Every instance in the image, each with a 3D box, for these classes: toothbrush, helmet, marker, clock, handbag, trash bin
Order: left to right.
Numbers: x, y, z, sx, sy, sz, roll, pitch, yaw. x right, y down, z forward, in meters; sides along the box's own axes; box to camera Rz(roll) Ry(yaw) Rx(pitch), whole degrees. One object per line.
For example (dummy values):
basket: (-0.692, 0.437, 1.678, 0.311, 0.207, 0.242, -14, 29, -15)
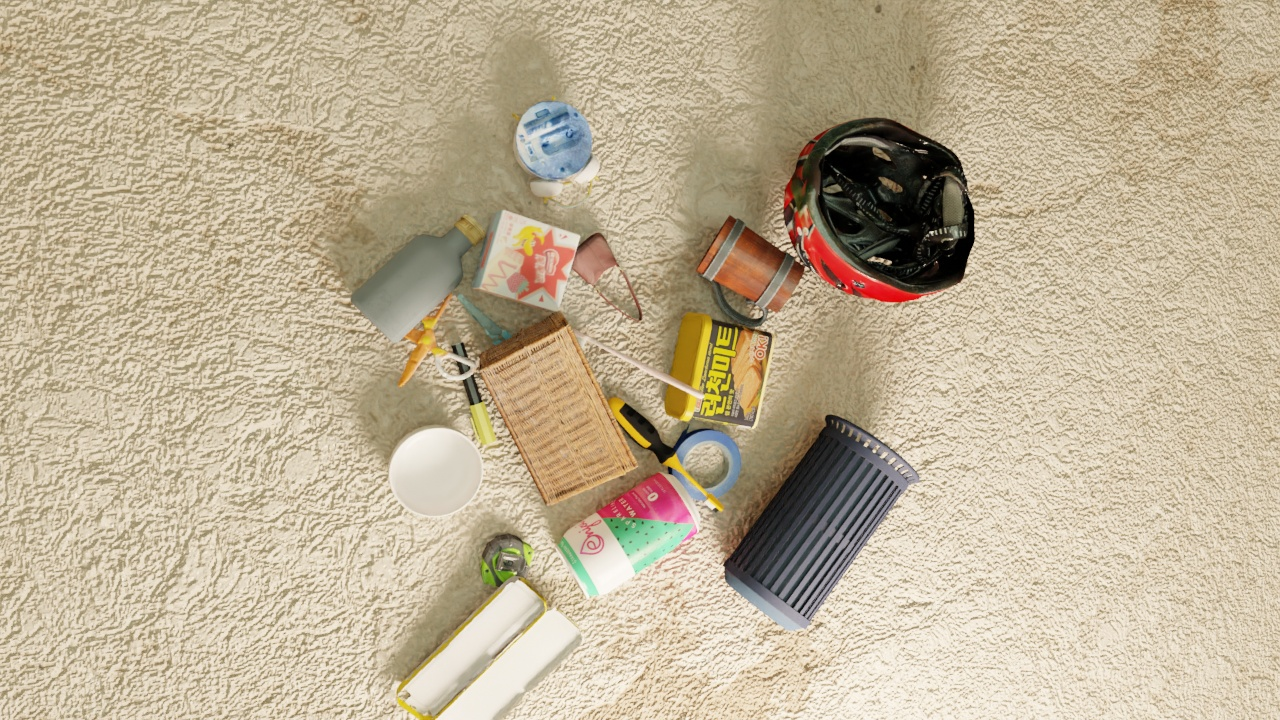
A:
marker: (-0.198, 0.039, 1.074, 0.021, 0.017, 0.124, -19, 99, -16)
clock: (-0.098, -0.238, 1.064, 0.088, 0.052, 0.125, -26, 102, -14)
handbag: (-0.035, -0.093, 1.112, 0.055, 0.029, 0.119, -42, 110, -12)
toothbrush: (-0.006, 0.006, 1.091, 0.181, 0.015, 0.018, 25, 93, 11)
toothbrush: (0.032, 0.117, 1.132, 0.196, 0.031, 0.031, 44, 122, -4)
trash bin: (0.221, 0.208, 1.157, 0.139, 0.139, 0.249, 39, 84, -16)
helmet: (0.284, -0.178, 1.123, 0.271, 0.167, 0.217, 11, 76, -27)

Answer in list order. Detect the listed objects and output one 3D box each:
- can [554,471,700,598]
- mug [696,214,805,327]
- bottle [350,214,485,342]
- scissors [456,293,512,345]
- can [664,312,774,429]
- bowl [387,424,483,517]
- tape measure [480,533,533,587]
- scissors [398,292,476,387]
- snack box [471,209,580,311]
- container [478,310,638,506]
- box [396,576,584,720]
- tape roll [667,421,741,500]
can: (-0.014, 0.210, 1.109, 0.165, 0.088, 0.088, -31, 103, -12)
mug: (0.128, -0.103, 1.129, 0.111, 0.081, 0.118, 31, 129, -2)
bottle: (-0.242, -0.099, 1.029, 0.072, 0.046, 0.161, 44, 79, 3)
scissors: (-0.167, -0.029, 1.080, 0.056, 0.015, 0.137, -45, 110, -7)
can: (0.098, 0.015, 1.137, 0.101, 0.072, 0.131, 11, 91, -20)
bowl: (-0.236, 0.123, 1.051, 0.104, 0.054, 0.105, -2, 97, -19)
tape measure: (-0.160, 0.241, 1.094, 0.058, 0.036, 0.065, 13, 91, -17)
scissors: (-0.241, -0.023, 1.048, 0.128, 0.011, 0.125, 29, 79, -3)
snack box: (-0.132, -0.112, 1.049, 0.094, 0.079, 0.093, 17, 90, -19)
container: (-0.097, 0.053, 1.048, 0.112, 0.114, 0.198, -25, 104, -4)
box: (-0.177, 0.362, 1.091, 0.209, 0.023, 0.127, -44, 112, 0)
tape roll: (0.082, 0.132, 1.169, 0.093, 0.016, 0.091, 22, 88, -18)
